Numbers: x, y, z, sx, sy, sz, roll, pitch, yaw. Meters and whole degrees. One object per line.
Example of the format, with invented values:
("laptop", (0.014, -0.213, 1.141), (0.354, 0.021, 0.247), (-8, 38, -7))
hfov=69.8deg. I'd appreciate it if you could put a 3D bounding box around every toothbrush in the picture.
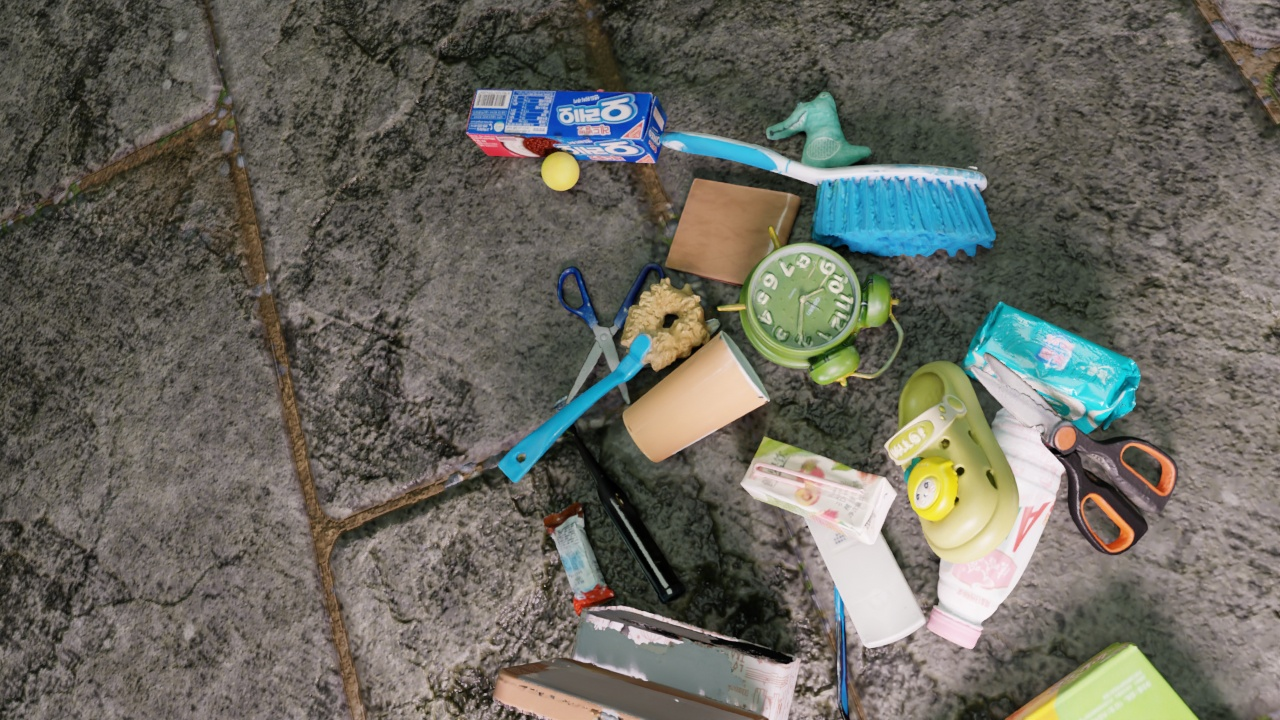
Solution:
("toothbrush", (-0.005, 0.005, 0.907), (0.188, 0.017, 0.016), (-29, 69, 9))
("toothbrush", (-0.025, 0.135, 0.876), (0.026, 0.027, 0.212), (-18, 62, -35))
("toothbrush", (0.171, 0.271, 0.787), (0.016, 0.014, 0.189), (-12, 70, 39))

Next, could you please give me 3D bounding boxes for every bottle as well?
("bottle", (0.292, 0.138, 0.757), (0.068, 0.068, 0.197), (24, 88, 21))

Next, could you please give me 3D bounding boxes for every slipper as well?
("slipper", (0.236, 0.074, 0.749), (0.081, 0.092, 0.190), (18, 43, -18))

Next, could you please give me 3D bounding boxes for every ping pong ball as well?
("ping pong ball", (-0.085, -0.200, 0.973), (0.040, 0.040, 0.040), (-4, 75, 16))

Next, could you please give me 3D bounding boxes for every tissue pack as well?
("tissue pack", (0.338, 0.010, 0.760), (0.133, 0.093, 0.050), (28, 81, 22))

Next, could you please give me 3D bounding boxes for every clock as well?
("clock", (0.163, -0.044, 0.840), (0.161, 0.056, 0.116), (32, 88, 10))

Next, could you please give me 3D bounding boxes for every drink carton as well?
("drink carton", (0.152, 0.110, 0.797), (0.123, 0.045, 0.053), (18, 71, 37))

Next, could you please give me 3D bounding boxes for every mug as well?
("mug", (0.049, 0.039, 0.855), (0.123, 0.078, 0.078), (-36, 69, 11))

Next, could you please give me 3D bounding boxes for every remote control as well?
("remote control", (0.190, 0.175, 0.788), (0.056, 0.019, 0.135), (-29, 58, 10))

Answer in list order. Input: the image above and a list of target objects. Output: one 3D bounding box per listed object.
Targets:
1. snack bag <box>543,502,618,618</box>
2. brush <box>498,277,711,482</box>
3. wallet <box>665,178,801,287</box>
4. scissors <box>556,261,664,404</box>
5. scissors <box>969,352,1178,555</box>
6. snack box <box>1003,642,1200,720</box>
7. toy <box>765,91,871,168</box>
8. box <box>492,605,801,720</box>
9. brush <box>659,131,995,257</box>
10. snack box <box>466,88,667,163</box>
("snack bag", (-0.059, 0.189, 0.871), (0.045, 0.026, 0.105), (-30, 68, 17))
("brush", (-0.032, 0.018, 0.857), (0.254, 0.046, 0.083), (-43, 70, -15))
("wallet", (0.091, -0.126, 0.912), (0.115, 0.020, 0.101), (17, 82, 23))
("scissors", (-0.035, -0.036, 0.922), (0.162, 0.012, 0.174), (-41, 62, -3))
("scissors", (0.341, 0.054, 0.715), (0.148, 0.022, 0.235), (-31, 108, -8))
("snack box", (0.335, 0.336, 0.688), (0.210, 0.070, 0.157), (-38, 68, 5))
("toy", (0.173, -0.223, 0.907), (0.097, 0.030, 0.091), (-15, 67, 21))
("box", (0.018, 0.253, 0.706), (0.177, 0.259, 0.082), (11, 81, 19))
("brush", (0.167, -0.160, 0.862), (0.315, 0.060, 0.109), (4, 77, 11))
("snack box", (-0.079, -0.250, 0.974), (0.208, 0.058, 0.057), (7, 78, 19))
